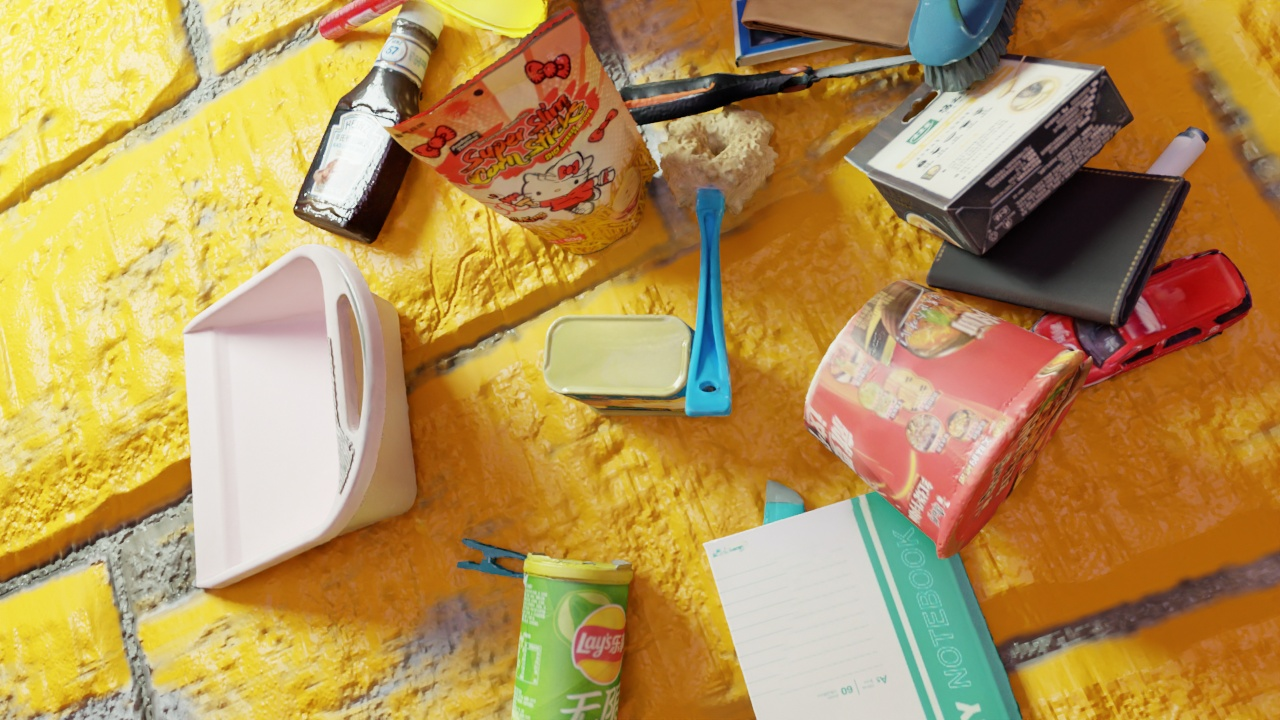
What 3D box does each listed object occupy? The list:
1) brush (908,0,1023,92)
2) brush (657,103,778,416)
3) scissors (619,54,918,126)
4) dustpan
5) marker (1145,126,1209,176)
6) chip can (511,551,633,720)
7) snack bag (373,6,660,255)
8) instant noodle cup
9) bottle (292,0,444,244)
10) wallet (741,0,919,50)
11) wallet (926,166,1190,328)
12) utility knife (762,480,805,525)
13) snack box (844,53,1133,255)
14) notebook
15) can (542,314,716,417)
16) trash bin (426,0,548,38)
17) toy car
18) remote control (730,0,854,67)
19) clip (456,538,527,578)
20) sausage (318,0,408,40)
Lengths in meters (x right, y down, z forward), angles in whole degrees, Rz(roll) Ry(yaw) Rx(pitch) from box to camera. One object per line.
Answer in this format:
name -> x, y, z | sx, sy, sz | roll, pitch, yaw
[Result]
brush -> 0.202, -0.236, 0.568 | 0.055, 0.073, 0.143 | 2, 56, 39
brush -> 0.046, -0.071, 0.576 | 0.083, 0.046, 0.254 | 0, 55, 7
scissors -> 0.093, -0.198, 0.633 | 0.235, 0.124, 0.022 | -14, 116, -4
dustpan -> -0.269, 0.033, 0.655 | 0.274, 0.138, 0.222 | -16, 76, 14
marker -> 0.295, -0.089, 0.560 | 0.022, 0.018, 0.131 | 42, 94, 30
chip can -> -0.049, 0.236, 0.579 | 0.073, 0.072, 0.221 | 3, 80, 18
snack bag -> -0.061, -0.134, 0.582 | 0.129, 0.207, 0.073 | -23, 75, 11
instant noodle cup -> 0.167, 0.027, 0.523 | 0.108, 0.138, 0.138 | 36, 92, 28
bottle -> -0.208, -0.192, 0.729 | 0.080, 0.044, 0.194 | 19, 85, 28
wallet -> 0.134, -0.265, 0.612 | 0.115, 0.020, 0.101 | 16, 96, 16
wallet -> 0.245, -0.076, 0.549 | 0.122, 0.020, 0.096 | 22, 82, 45
utility knife -> 0.091, 0.162, 0.579 | 0.029, 0.013, 0.171 | -2, 77, 20
snack box -> 0.205, -0.133, 0.559 | 0.113, 0.125, 0.053 | -42, 114, 6
notebook -> 0.139, 0.190, 0.550 | 0.150, 0.012, 0.209 | -19, 75, 6
can -> -0.004, 0.004, 0.603 | 0.102, 0.083, 0.057 | 0, 80, 18
trash bin -> -0.099, -0.407, 0.648 | 0.230, 0.229, 0.255 | 29, 84, 21
toy car -> 0.289, -0.024, 0.535 | 0.121, 0.045, 0.053 | -27, 71, 14
remote control -> 0.126, -0.240, 0.640 | 0.125, 0.024, 0.049 | -6, 78, 17
clip -> -0.103, 0.141, 0.646 | 0.057, 0.014, 0.046 | 6, 80, 20
sausage -> -0.216, -0.283, 0.735 | 0.156, 0.020, 0.020 | -2, 78, 42
